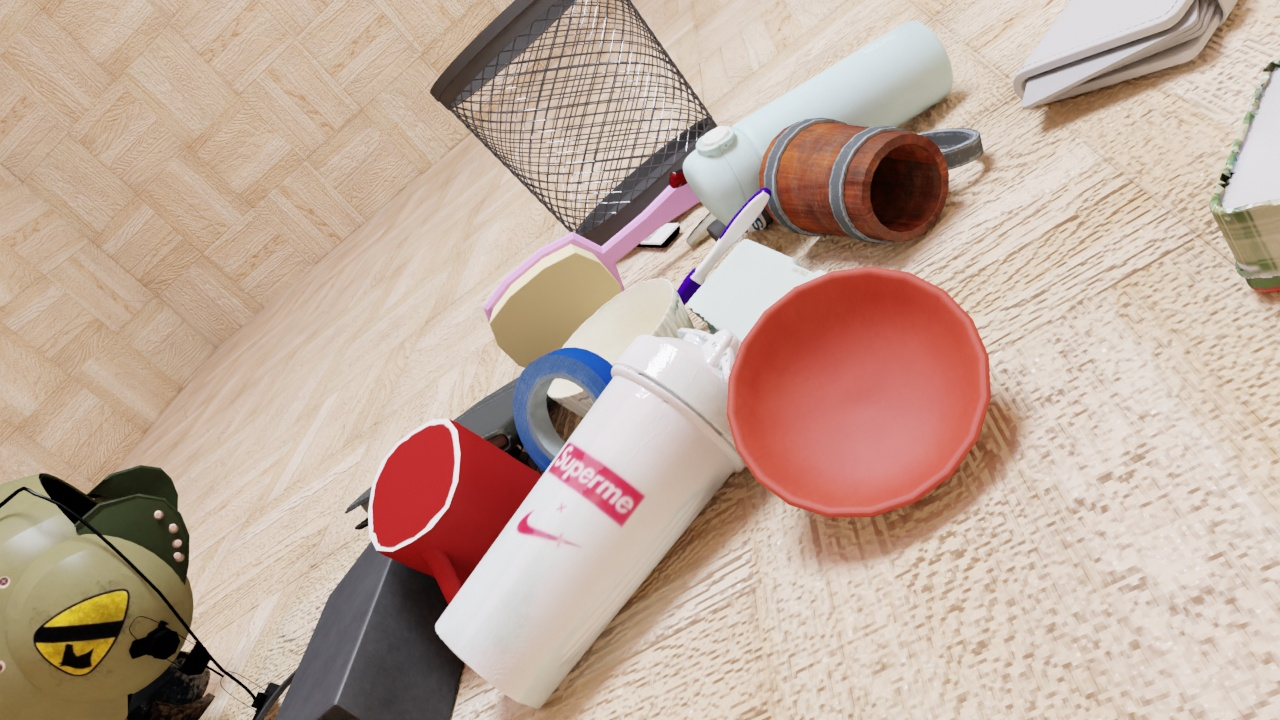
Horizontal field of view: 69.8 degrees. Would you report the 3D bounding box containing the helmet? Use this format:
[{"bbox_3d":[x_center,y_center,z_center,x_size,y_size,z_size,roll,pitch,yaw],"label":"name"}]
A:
[{"bbox_3d":[-0.408,0.205,0.671,0.232,0.255,0.251,-47,22,-19],"label":"helmet"}]

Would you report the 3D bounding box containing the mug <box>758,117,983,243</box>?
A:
[{"bbox_3d":[0.156,-0.127,0.614,0.117,0.081,0.111,-28,24,-14],"label":"mug"}]

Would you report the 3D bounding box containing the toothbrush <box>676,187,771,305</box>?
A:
[{"bbox_3d":[0.038,-0.057,0.677,0.187,0.015,0.016,-51,12,33],"label":"toothbrush"}]

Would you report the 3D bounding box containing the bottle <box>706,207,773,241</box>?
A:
[{"bbox_3d":[0.100,-0.138,0.746,0.112,0.047,0.047,-42,23,-2],"label":"bottle"}]

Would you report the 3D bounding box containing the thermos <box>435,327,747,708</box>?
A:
[{"bbox_3d":[-0.013,0.079,0.503,0.220,0.099,0.099,-53,24,-11],"label":"thermos"}]

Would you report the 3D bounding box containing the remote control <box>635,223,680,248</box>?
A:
[{"bbox_3d":[0.004,-0.125,0.923,0.028,0.012,0.124,-48,23,-12],"label":"remote control"}]

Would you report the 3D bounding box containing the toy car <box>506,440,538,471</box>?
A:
[{"bbox_3d":[-0.099,0.086,0.687,0.040,0.037,0.092,-26,28,34],"label":"toy car"}]

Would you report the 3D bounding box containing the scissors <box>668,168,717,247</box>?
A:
[{"bbox_3d":[0.095,-0.165,0.780,0.198,0.015,0.180,-18,-28,-38],"label":"scissors"}]

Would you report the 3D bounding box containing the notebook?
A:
[{"bbox_3d":[-0.125,0.052,0.734,0.170,0.029,0.208,-28,7,25],"label":"notebook"}]

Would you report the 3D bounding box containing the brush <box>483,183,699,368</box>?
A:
[{"bbox_3d":[-0.036,-0.081,0.813,0.229,0.089,0.043,-38,28,11],"label":"brush"}]

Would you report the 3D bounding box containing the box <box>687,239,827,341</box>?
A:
[{"bbox_3d":[0.090,-0.023,0.564,0.083,0.067,0.199,-26,22,-10],"label":"box"}]

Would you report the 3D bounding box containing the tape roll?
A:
[{"bbox_3d":[-0.042,0.037,0.590,0.093,0.091,0.016,11,24,34],"label":"tape roll"}]

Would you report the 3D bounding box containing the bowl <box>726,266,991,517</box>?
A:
[{"bbox_3d":[0.104,0.018,0.437,0.122,0.035,0.121,-11,65,24],"label":"bowl"}]

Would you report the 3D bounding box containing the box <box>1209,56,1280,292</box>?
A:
[{"bbox_3d":[0.319,-0.088,0.308,0.206,0.050,0.117,-9,37,52],"label":"box"}]

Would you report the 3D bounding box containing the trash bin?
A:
[{"bbox_3d":[-0.056,-0.258,0.946,0.218,0.227,0.217,-38,15,12],"label":"trash bin"}]

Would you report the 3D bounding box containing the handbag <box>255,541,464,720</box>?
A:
[{"bbox_3d":[-0.205,0.213,0.610,0.196,0.072,0.175,-37,23,23],"label":"handbag"}]

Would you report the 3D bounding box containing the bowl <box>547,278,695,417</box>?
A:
[{"bbox_3d":[-0.004,0.004,0.646,0.115,0.062,0.115,-35,24,18],"label":"bowl"}]

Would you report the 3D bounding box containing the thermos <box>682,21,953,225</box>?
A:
[{"bbox_3d":[0.130,-0.176,0.689,0.207,0.078,0.065,-31,43,-4],"label":"thermos"}]

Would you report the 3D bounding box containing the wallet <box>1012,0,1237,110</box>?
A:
[{"bbox_3d":[0.289,-0.196,0.557,0.115,0.037,0.119,-51,21,-19],"label":"wallet"}]

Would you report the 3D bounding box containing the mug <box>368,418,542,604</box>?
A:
[{"bbox_3d":[-0.106,0.108,0.571,0.081,0.096,0.116,-32,44,21],"label":"mug"}]
